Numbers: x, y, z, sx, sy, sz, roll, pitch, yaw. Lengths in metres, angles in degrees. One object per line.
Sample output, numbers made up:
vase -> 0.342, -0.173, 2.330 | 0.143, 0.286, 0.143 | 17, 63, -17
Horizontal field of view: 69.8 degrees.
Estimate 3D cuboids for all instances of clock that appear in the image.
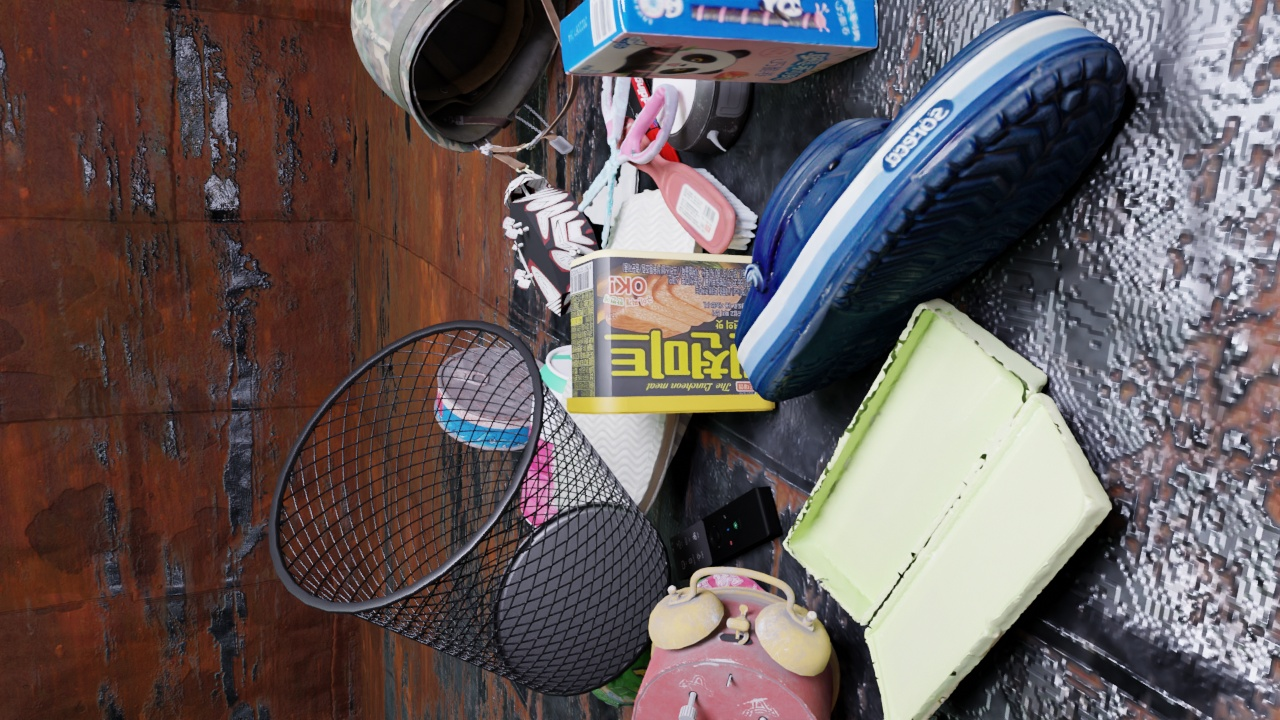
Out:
clock -> -0.096, -0.112, 0.874 | 0.154, 0.065, 0.115 | 51, 158, 39
clock -> 0.054, 0.190, 0.530 | 0.081, 0.117, 0.159 | -54, -32, -63
clock -> 0.037, -0.194, 0.647 | 0.123, 0.043, 0.091 | -139, 51, -58

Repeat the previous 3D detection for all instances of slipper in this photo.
slipper -> 0.105, -0.066, 0.436 | 0.095, 0.105, 0.254 | 67, 152, 23
slipper -> -0.004, 0.004, 0.715 | 0.114, 0.054, 0.273 | 19, 98, 40

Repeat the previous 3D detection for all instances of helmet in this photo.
helmet -> -0.141, -0.294, 0.857 | 0.236, 0.223, 0.193 | 42, 130, 24

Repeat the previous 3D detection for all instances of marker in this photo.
marker -> 0.003, -0.203, 0.745 | 0.021, 0.023, 0.145 | -40, 53, 32

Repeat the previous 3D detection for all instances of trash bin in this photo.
trash bin -> -0.089, 0.111, 0.585 | 0.210, 0.184, 0.184 | 52, -174, -44

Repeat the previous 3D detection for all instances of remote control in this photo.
remote control -> 0.058, 0.129, 0.674 | 0.150, 0.013, 0.034 | 132, 130, -57

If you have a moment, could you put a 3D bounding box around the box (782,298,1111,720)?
box -> 0.142, 0.080, 0.449 | 0.140, 0.048, 0.188 | -114, 32, -45

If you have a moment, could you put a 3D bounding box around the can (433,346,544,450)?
can -> -0.155, 0.040, 0.992 | 0.130, 0.129, 0.044 | -122, 37, -47

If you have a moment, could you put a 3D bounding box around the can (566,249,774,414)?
can -> 0.019, -0.017, 0.605 | 0.073, 0.130, 0.101 | 175, 94, -66

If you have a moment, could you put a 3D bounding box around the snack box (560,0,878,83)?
snack box -> 0.042, -0.180, 0.506 | 0.088, 0.154, 0.033 | -173, 78, -66

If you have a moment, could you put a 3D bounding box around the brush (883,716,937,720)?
brush -> 0.118, 0.244, 0.561 | 0.218, 0.012, 0.033 | 127, 134, -57

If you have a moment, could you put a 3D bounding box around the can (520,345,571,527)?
can -> -0.058, 0.076, 0.832 | 0.088, 0.088, 0.166 | -130, 44, -53

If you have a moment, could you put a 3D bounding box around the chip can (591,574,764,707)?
chip can -> 0.020, 0.219, 0.696 | 0.224, 0.075, 0.075 | 131, 131, -58

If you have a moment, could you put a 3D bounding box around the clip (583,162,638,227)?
clip -> -0.019, -0.137, 0.811 | 0.054, 0.040, 0.102 | 20, 111, 44

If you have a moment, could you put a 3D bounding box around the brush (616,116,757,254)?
brush -> 0.029, -0.131, 0.668 | 0.172, 0.030, 0.041 | 52, 134, 41

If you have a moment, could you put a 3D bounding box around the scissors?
scissors -> -0.016, -0.173, 0.690 | 0.171, 0.014, 0.167 | 135, 132, -57
